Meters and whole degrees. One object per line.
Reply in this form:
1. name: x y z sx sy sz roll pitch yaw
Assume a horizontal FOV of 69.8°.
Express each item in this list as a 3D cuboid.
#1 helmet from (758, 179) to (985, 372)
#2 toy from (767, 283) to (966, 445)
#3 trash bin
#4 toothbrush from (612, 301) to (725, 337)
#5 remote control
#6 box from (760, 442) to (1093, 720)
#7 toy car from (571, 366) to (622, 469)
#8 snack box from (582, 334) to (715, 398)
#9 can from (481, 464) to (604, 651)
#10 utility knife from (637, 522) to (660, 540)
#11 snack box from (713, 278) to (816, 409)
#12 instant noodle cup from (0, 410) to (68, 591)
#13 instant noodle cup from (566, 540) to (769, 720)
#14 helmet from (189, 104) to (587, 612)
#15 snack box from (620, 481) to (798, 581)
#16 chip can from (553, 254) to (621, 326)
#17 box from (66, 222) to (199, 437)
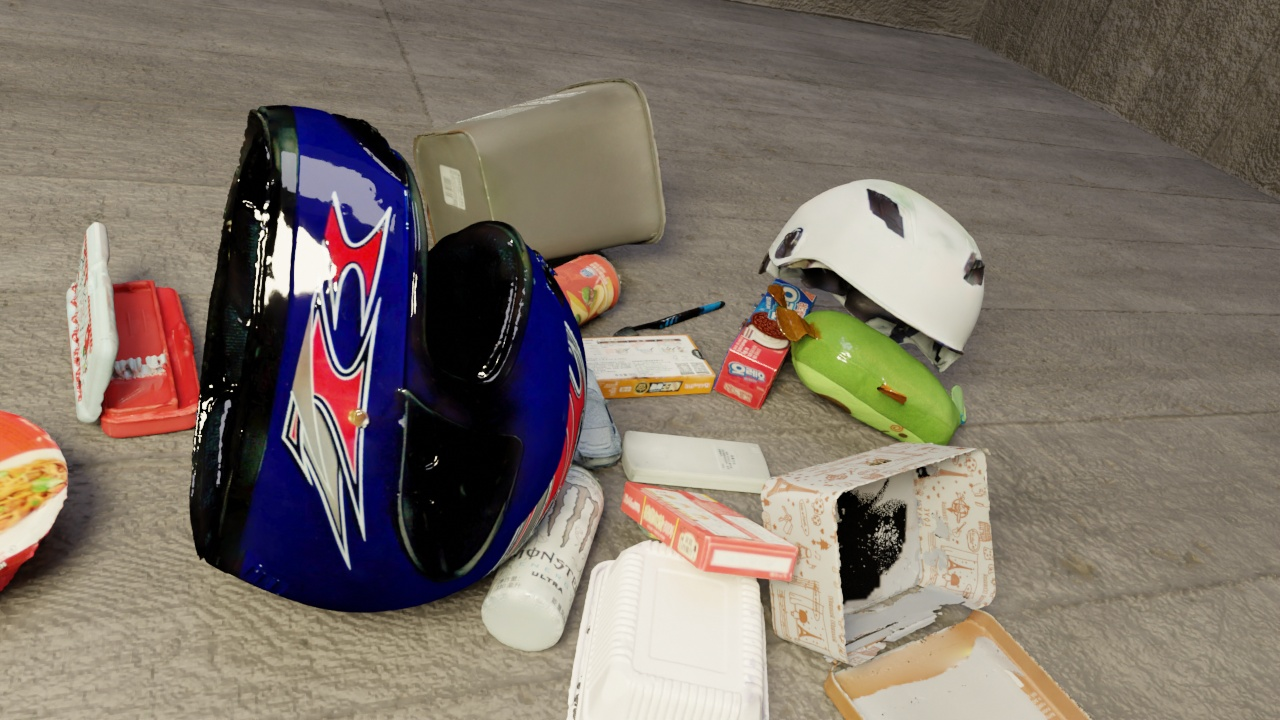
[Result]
1. helmet: 0.260 -0.104 0.959 0.229 0.146 0.258 30 1 -9
2. toy: 0.226 0.012 0.932 0.246 0.090 0.226 35 9 -3
3. trash bin: -0.120 -0.208 1.056 0.219 0.199 0.199 -21 21 -34
4. toothbrush: 0.038 -0.045 1.054 0.189 0.014 0.016 -19 46 -43
5. remote control: 0.050 0.093 0.838 0.135 0.019 0.056 6 33 -13
6. box: 0.206 0.192 0.683 0.178 0.131 0.272 -9 68 -33
7. toy car: -0.055 0.046 0.836 0.054 0.037 0.120 -5 51 -27
8. snack box: -0.006 0.006 0.945 0.153 0.026 0.075 -2 37 -24
9. can: -0.068 0.141 0.679 0.058 0.058 0.146 16 32 2
10. utility knife: 0.089 0.159 0.763 0.195 0.020 0.030 18 35 -2
11. snack box: 0.142 -0.025 1.023 0.058 0.057 0.206 25 33 10
12. instant noodle cup: -0.462 0.107 0.567 0.194 0.066 0.193 10 32 -6
13. instant noodle cup: 0.027 0.196 0.635 0.138 0.060 0.173 13 31 -2
14. helmet: -0.154 0.009 0.609 0.240 0.316 0.247 5 21 -32
15. snack box: 0.046 0.125 0.689 0.075 0.025 0.153 12 2 -23
16. chip can: -0.106 -0.049 0.947 0.073 0.073 0.216 29 33 21
17. box: -0.427 -0.033 0.764 0.095 0.102 0.201 -7 39 -29
